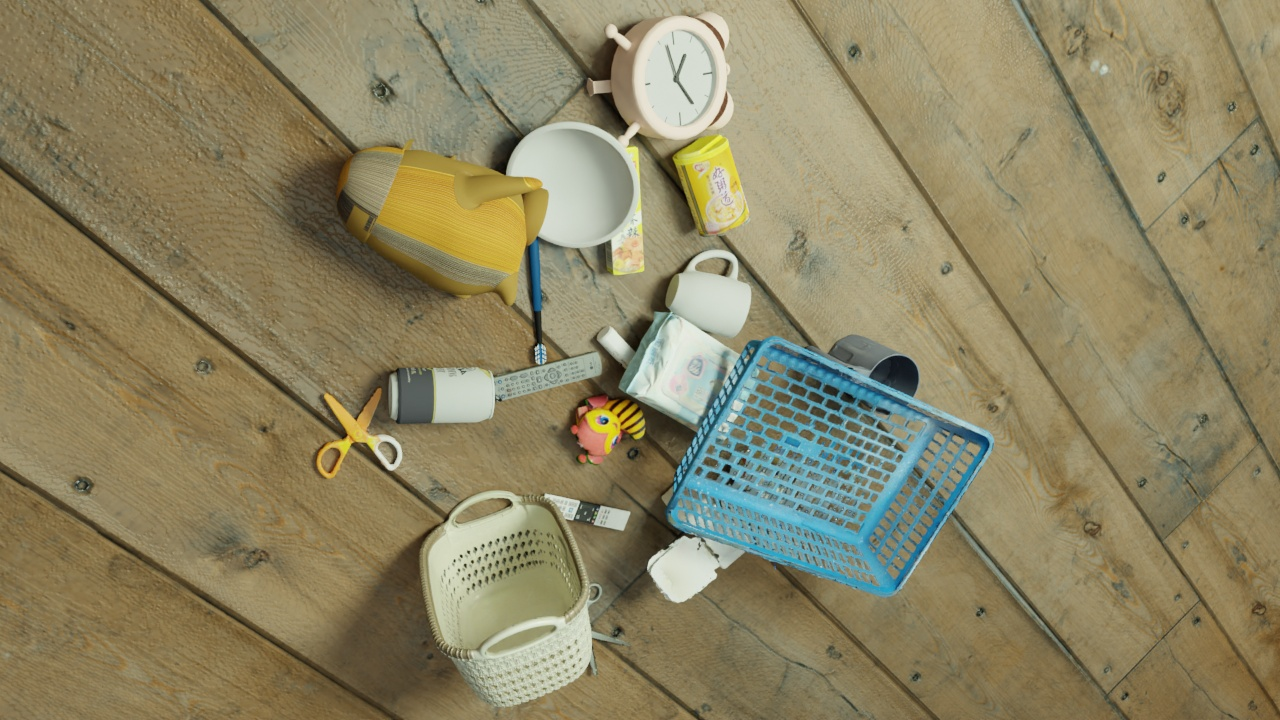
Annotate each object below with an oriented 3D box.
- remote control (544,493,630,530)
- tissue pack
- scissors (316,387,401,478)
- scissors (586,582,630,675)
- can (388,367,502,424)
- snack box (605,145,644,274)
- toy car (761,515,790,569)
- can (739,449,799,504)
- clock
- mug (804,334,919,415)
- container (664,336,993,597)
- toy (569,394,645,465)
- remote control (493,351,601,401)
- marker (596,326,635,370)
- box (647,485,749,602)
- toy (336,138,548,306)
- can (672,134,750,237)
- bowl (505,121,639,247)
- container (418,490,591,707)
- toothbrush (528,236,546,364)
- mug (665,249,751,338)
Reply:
[{"bbox_3d":[-0.073,0.197,1.200,0.124,0.012,0.028,16,101,-24],"label":"remote control"},{"bbox_3d":[0.067,0.024,1.144,0.181,0.070,0.112,30,81,-33],"label":"tissue pack"},{"bbox_3d":[-0.325,0.089,1.072,0.127,0.011,0.125,26,99,-27],"label":"scissors"},{"bbox_3d":[-0.090,0.369,1.252,0.173,0.014,0.142,4,103,-20],"label":"scissors"},{"bbox_3d":[-0.224,0.040,1.063,0.127,0.064,0.064,0,108,-20],"label":"can"},{"bbox_3d":[-0.022,-0.177,1.083,0.040,0.029,0.148,-10,111,-17],"label":"snack box"},{"bbox_3d":[0.180,0.250,1.297,0.092,0.033,0.062,38,85,-26],"label":"toy car"},{"bbox_3d":[0.172,0.155,1.235,0.086,0.086,0.043,16,102,-24],"label":"can"},{"bbox_3d":[0.029,-0.318,1.036,0.160,0.086,0.131,-17,114,-24],"label":"clock"},{"bbox_3d":[0.290,0.013,1.220,0.123,0.104,0.084,11,104,-23],"label":"mug"},{"bbox_3d":[0.225,0.127,1.137,0.362,0.089,0.257,23,105,-22],"label":"container"},{"bbox_3d":[-0.044,0.084,1.155,0.103,0.046,0.084,-19,91,-24],"label":"toy"},{"bbox_3d":[-0.113,0.018,1.124,0.136,0.013,0.033,-15,113,-15],"label":"remote control"},{"bbox_3d":[-0.007,0.007,1.153,0.025,0.025,0.126,-44,117,-2],"label":"marker"},{"bbox_3d":[0.063,0.244,1.205,0.137,0.126,0.108,-43,117,0],"label":"box"},{"bbox_3d":[-0.216,-0.157,0.967,0.203,0.162,0.199,20,139,-23],"label":"toy"},{"bbox_3d":[0.085,-0.207,1.090,0.067,0.067,0.105,-26,115,-10],"label":"can"},{"bbox_3d":[-0.074,-0.202,1.031,0.149,0.043,0.150,3,125,4],"label":"bowl"},{"bbox_3d":[-0.153,0.279,1.079,0.184,0.246,0.143,-18,122,-10],"label":"container"},{"bbox_3d":[-0.123,-0.076,1.089,0.014,0.014,0.168,-4,110,-7],"label":"toothbrush"},{"bbox_3d":[0.084,-0.091,1.138,0.089,0.071,0.107,16,74,-15],"label":"mug"}]
